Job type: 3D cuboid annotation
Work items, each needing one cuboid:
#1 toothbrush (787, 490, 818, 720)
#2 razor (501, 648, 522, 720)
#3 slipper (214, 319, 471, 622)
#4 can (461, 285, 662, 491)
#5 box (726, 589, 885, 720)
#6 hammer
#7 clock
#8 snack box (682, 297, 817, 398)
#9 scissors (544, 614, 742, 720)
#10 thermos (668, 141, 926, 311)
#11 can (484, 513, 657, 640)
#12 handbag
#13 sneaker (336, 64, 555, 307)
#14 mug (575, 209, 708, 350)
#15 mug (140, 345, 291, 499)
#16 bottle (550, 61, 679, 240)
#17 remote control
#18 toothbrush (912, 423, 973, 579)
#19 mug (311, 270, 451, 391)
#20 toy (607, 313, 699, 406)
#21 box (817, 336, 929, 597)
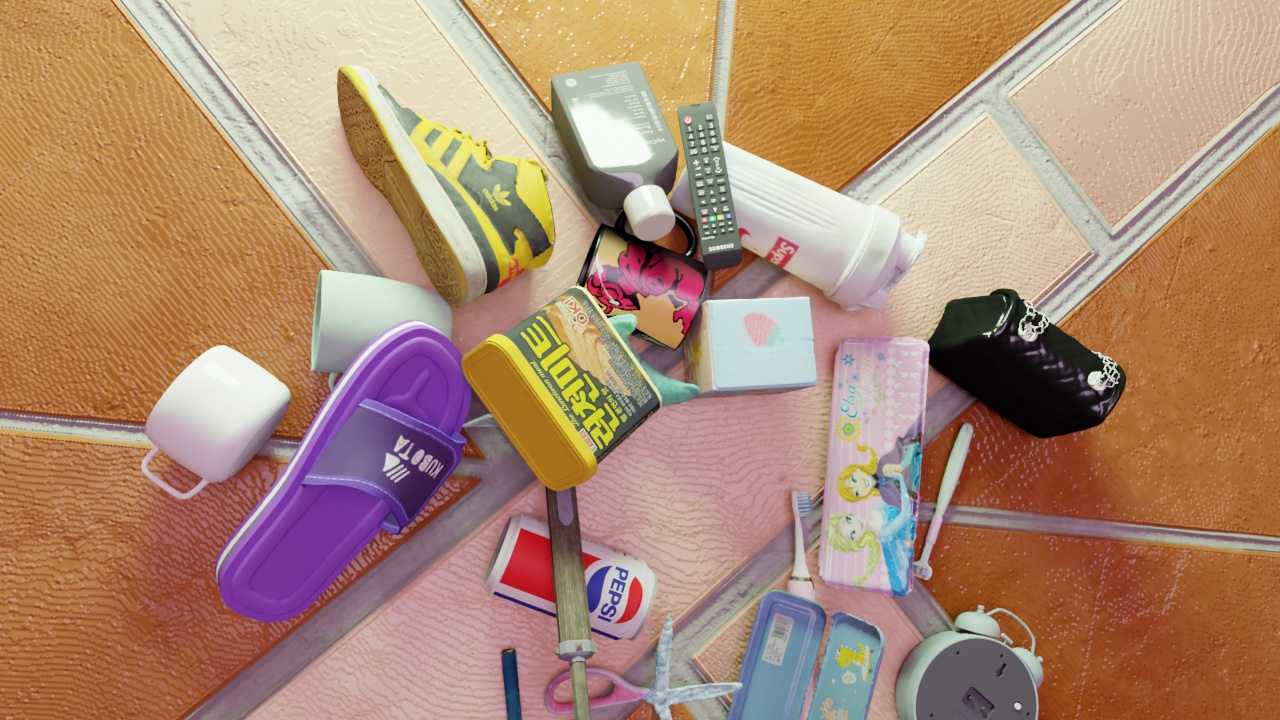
[{"bbox_3d":[0.146,0.229,0.826,0.026,0.027,0.222,-2,85,14],"label":"toothbrush"},{"bbox_3d":[-0.105,0.316,0.771,0.042,0.022,0.144,-5,85,-13],"label":"razor"},{"bbox_3d":[-0.215,0.102,0.705,0.266,0.084,0.107,-51,130,-1],"label":"slipper"},{"bbox_3d":[-0.060,0.020,0.733,0.100,0.073,0.131,-40,97,-38],"label":"can"},{"bbox_3d":[0.134,0.312,0.786,0.125,0.043,0.209,14,86,30],"label":"box"},{"bbox_3d":[-0.059,0.171,0.710,0.147,0.028,0.316,2,55,-17],"label":"hammer"},{"bbox_3d":[0.305,0.302,0.842,0.122,0.045,0.159,42,77,-5],"label":"clock"},{"bbox_3d":[0.093,-0.010,0.805,0.093,0.095,0.079,-3,85,-11],"label":"snack box"},{"bbox_3d":[0.006,0.307,0.790,0.170,0.013,0.177,-7,92,-4],"label":"scissors"},{"bbox_3d":[0.137,-0.124,0.833,0.220,0.099,0.099,26,80,-2],"label":"thermos"},{"bbox_3d":[-0.058,0.182,0.768,0.132,0.070,0.070,23,80,-8],"label":"can"},{"bbox_3d":[0.363,-0.012,0.842,0.153,0.125,0.114,37,79,-5],"label":"handbag"},{"bbox_3d":[-0.157,-0.163,0.776,0.121,0.086,0.238,-24,75,-32],"label":"sneaker"},{"bbox_3d":[0.003,-0.080,0.801,0.098,0.082,0.118,20,80,-9],"label":"mug"},{"bbox_3d":[-0.333,0.051,0.714,0.068,0.094,0.115,37,71,-7],"label":"mug"},{"bbox_3d":[-0.015,-0.178,0.788,0.083,0.046,0.173,-14,60,-12],"label":"bottle"},{"bbox_3d":[0.058,-0.150,0.780,0.033,0.015,0.146,-9,85,-1],"label":"remote control"},{"bbox_3d":[0.287,0.132,0.870,0.022,0.015,0.154,17,80,26],"label":"toothbrush"},{"bbox_3d":[-0.215,-0.013,0.757,0.104,0.084,0.111,6,106,-23],"label":"mug"},{"bbox_3d":[-0.005,0.005,0.793,0.105,0.085,0.033,44,51,-23],"label":"toy"},{"bbox_3d":[0.218,0.096,0.850,0.085,0.071,0.230,3,83,21],"label":"box"}]
